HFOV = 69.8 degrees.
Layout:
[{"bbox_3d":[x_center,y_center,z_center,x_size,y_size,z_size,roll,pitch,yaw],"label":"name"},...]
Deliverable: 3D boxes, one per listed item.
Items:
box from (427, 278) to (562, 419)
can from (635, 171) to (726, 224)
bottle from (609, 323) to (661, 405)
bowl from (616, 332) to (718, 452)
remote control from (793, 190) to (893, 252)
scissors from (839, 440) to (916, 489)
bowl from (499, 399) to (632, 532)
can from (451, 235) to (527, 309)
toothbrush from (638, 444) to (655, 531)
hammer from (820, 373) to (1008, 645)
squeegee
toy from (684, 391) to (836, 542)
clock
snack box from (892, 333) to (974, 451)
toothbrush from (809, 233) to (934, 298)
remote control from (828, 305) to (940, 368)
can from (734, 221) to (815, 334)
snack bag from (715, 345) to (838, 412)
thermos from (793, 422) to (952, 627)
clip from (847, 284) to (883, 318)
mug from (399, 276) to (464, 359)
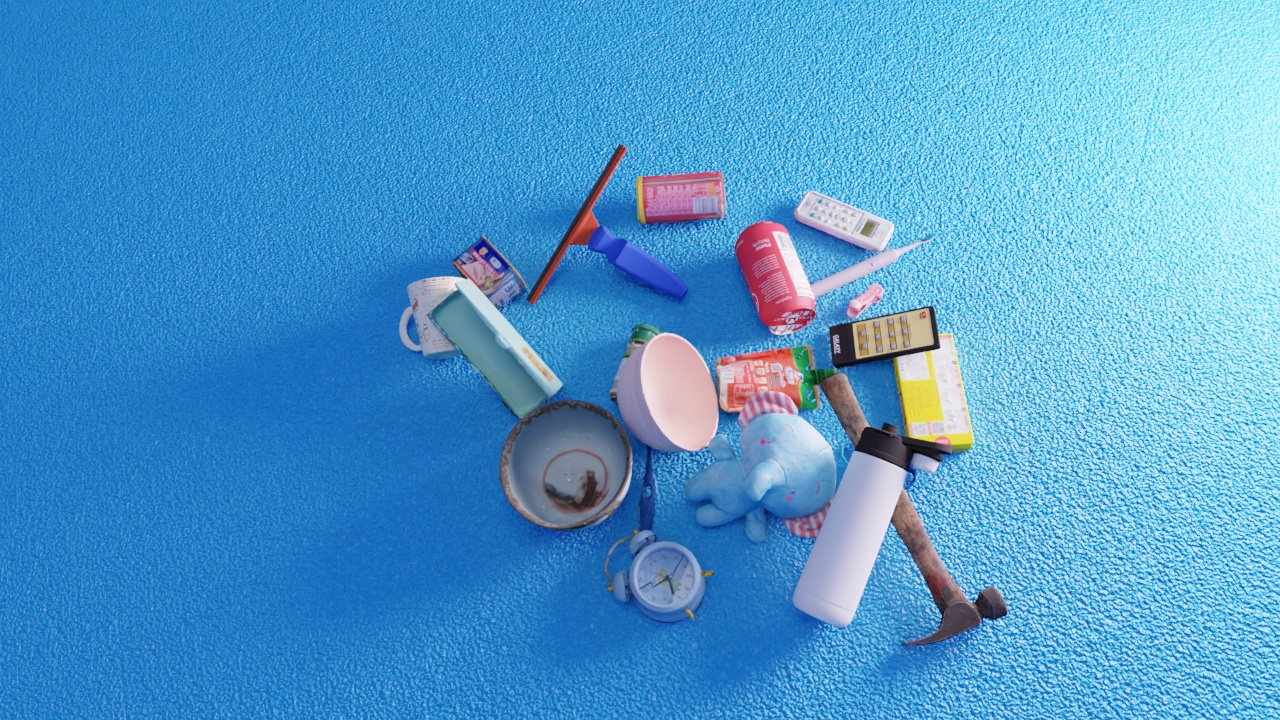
[{"bbox_3d":[-0.181,-0.018,1.161,0.077,0.092,0.188,-41,93,-15],"label":"box"},{"bbox_3d":[0.057,-0.228,1.286,0.124,0.067,0.066,-3,64,6],"label":"can"},{"bbox_3d":[-0.007,0.007,1.194,0.043,0.043,0.109,15,67,14],"label":"bottle"},{"bbox_3d":[0.023,0.047,1.128,0.076,0.153,0.152,-20,57,36],"label":"bowl"},{"bbox_3d":[0.279,-0.190,1.264,0.133,0.022,0.050,27,70,18],"label":"remote control"},{"bbox_3d":[0.279,0.157,1.098,0.117,0.014,0.129,4,65,8],"label":"scissors"},{"bbox_3d":[-0.082,0.138,1.109,0.160,0.094,0.159,-3,64,6],"label":"bowl"},{"bbox_3d":[-0.212,-0.120,1.276,0.059,0.054,0.100,-39,65,-10],"label":"can"},{"bbox_3d":[0.009,0.153,1.136,0.021,0.016,0.132,0,67,8],"label":"toothbrush"},{"bbox_3d":[0.289,0.164,1.072,0.120,0.033,0.330,-24,66,1],"label":"hammer"},{"bbox_3d":[-0.015,-0.140,1.254,0.185,0.055,0.249,33,97,12],"label":"squeegee"},{"bbox_3d":[0.140,0.136,1.075,0.181,0.115,0.183,-23,85,4],"label":"toy"},{"bbox_3d":[0.018,0.250,1.066,0.124,0.052,0.088,21,70,16],"label":"clock"},{"bbox_3d":[0.360,0.040,1.139,0.075,0.025,0.152,-4,63,5],"label":"snack box"},{"bbox_3d":[0.310,-0.129,1.231,0.188,0.019,0.018,-25,66,-5],"label":"toothbrush"},{"bbox_3d":[0.307,-0.030,1.162,0.134,0.013,0.058,-13,61,23],"label":"remote control"},{"bbox_3d":[0.177,-0.110,1.208,0.074,0.074,0.142,-16,63,-1],"label":"can"},{"bbox_3d":[0.175,0.024,1.167,0.155,0.044,0.087,-6,69,0],"label":"snack bag"},{"bbox_3d":[0.257,0.185,1.023,0.101,0.068,0.229,21,85,21],"label":"thermos"},{"bbox_3d":[0.295,-0.075,1.209,0.060,0.044,0.023,-26,63,-37],"label":"clip"},{"bbox_3d":[-0.284,-0.051,1.242,0.122,0.081,0.097,-13,81,29],"label":"mug"}]
